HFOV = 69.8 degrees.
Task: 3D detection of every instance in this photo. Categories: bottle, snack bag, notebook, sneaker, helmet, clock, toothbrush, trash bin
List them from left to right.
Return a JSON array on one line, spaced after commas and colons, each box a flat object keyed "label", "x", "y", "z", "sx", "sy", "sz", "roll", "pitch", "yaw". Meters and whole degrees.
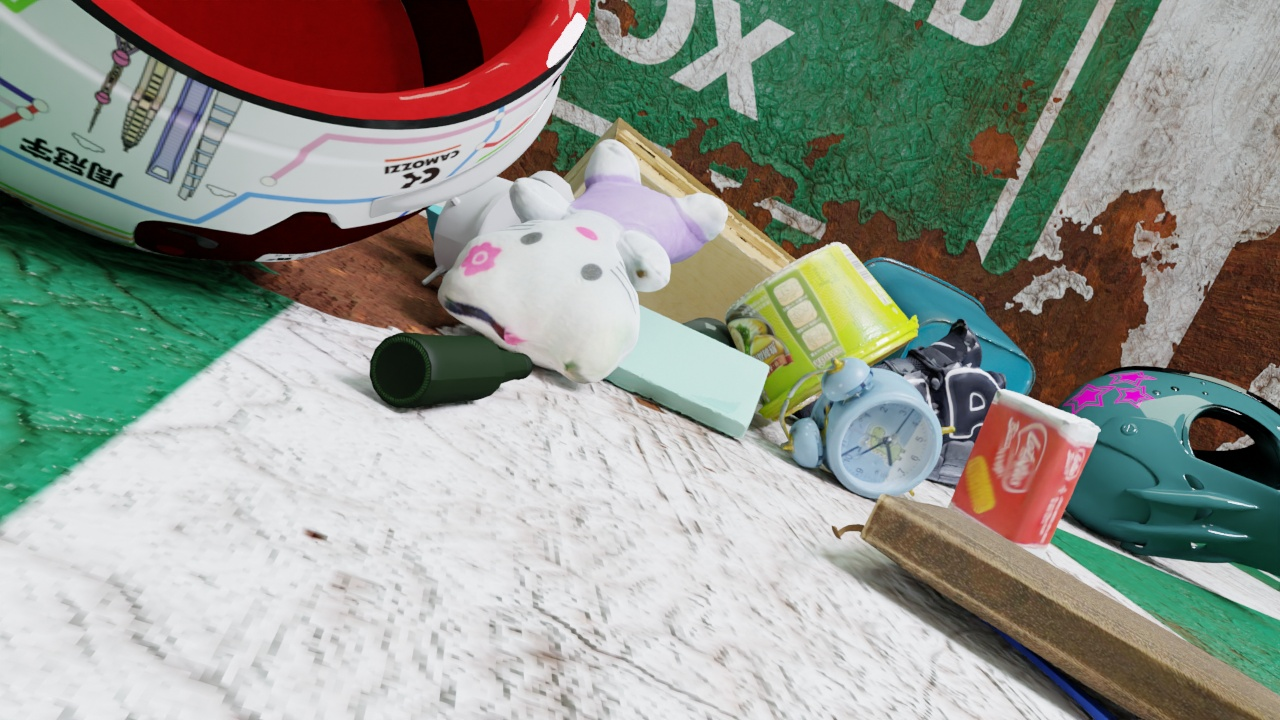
[{"label": "helmet", "x": -0.207, "y": -0.162, "z": 0.445, "sx": 0.314, "sy": 0.230, "sz": 0.237, "roll": 16, "pitch": -23, "yaw": -25}, {"label": "bottle", "x": -0.083, "y": 0.004, "z": 0.445, "sx": 0.033, "sy": 0.033, "sz": 0.122, "roll": 27, "pitch": 8, "yaw": 15}, {"label": "clock", "x": -0.097, "y": -0.095, "z": 0.744, "sx": 0.061, "sy": 0.120, "sz": 0.158, "roll": 24, "pitch": 18, "yaw": 32}, {"label": "bottle", "x": 0.056, "y": -0.008, "z": 0.811, "sx": 0.060, "sy": 0.060, "sz": 0.108, "roll": 26, "pitch": 9, "yaw": 7}, {"label": "clock", "x": 0.159, "y": 0.048, "z": 0.661, "sx": 0.124, "sy": 0.089, "sz": 0.051, "roll": 25, "pitch": 15, "yaw": -11}, {"label": "sneaker", "x": 0.255, "y": 0.023, "z": 0.870, "sx": 0.252, "sy": 0.151, "sz": 0.097, "roll": 18, "pitch": 11, "yaw": -26}, {"label": "trash bin", "x": 0.335, "y": 0.009, "z": 1.098, "sx": 0.196, "sy": 0.199, "sz": 0.218, "roll": 23, "pitch": 15, "yaw": -7}, {"label": "snack bag", "x": 0.269, "y": 0.084, "z": 0.656, "sx": 0.036, "sy": 0.116, "sz": 0.077, "roll": 13, "pitch": 12, "yaw": -25}, {"label": "notebook", "x": 0.210, "y": 0.129, "z": 0.437, "sx": 0.215, "sy": 0.034, "sz": 0.190, "roll": 31, "pitch": 6, "yaw": 34}, {"label": "toothbrush", "x": 0.199, "y": 0.154, "z": 0.398, "sx": 0.016, "sy": 0.011, "sz": 0.187, "roll": 21, "pitch": 6, "yaw": -20}, {"label": "helmet", "x": 0.591, "y": 0.126, "z": 1.024, "sx": 0.275, "sy": 0.199, "sz": 0.176, "roll": 14, "pitch": -43, "yaw": 36}]

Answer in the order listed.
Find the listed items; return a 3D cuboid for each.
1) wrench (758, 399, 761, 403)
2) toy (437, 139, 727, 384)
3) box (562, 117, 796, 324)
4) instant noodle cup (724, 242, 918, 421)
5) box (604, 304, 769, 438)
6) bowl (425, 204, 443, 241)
[{"label": "wrench", "x": 0.212, "y": 0.069, "z": 0.948, "sx": 0.273, "sy": 0.009, "sz": 0.047, "roll": 21, "pitch": 9, "yaw": -23}, {"label": "toy", "x": -0.039, "y": -0.069, "z": 0.632, "sx": 0.138, "sy": 0.086, "sz": 0.208, "roll": 32, "pitch": 48, "yaw": 10}, {"label": "box", "x": 0.036, "y": -0.101, "z": 0.868, "sx": 0.249, "sy": 0.128, "sz": 0.091, "roll": 33, "pitch": 29, "yaw": -21}, {"label": "instant noodle cup", "x": 0.140, "y": -0.025, "z": 0.749, "sx": 0.098, "sy": 0.146, "sz": 0.146, "roll": 59, "pitch": 16, "yaw": 9}, {"label": "box", "x": -0.004, "y": 0.002, "z": 0.697, "sx": 0.187, "sy": 0.078, "sz": 0.113, "roll": 26, "pitch": -20, "yaw": 0}, {"label": "bowl", "x": -0.149, "y": -0.098, "z": 0.840, "sx": 0.121, "sy": 0.046, "sz": 0.121, "roll": 24, "pitch": 8, "yaw": -4}]
